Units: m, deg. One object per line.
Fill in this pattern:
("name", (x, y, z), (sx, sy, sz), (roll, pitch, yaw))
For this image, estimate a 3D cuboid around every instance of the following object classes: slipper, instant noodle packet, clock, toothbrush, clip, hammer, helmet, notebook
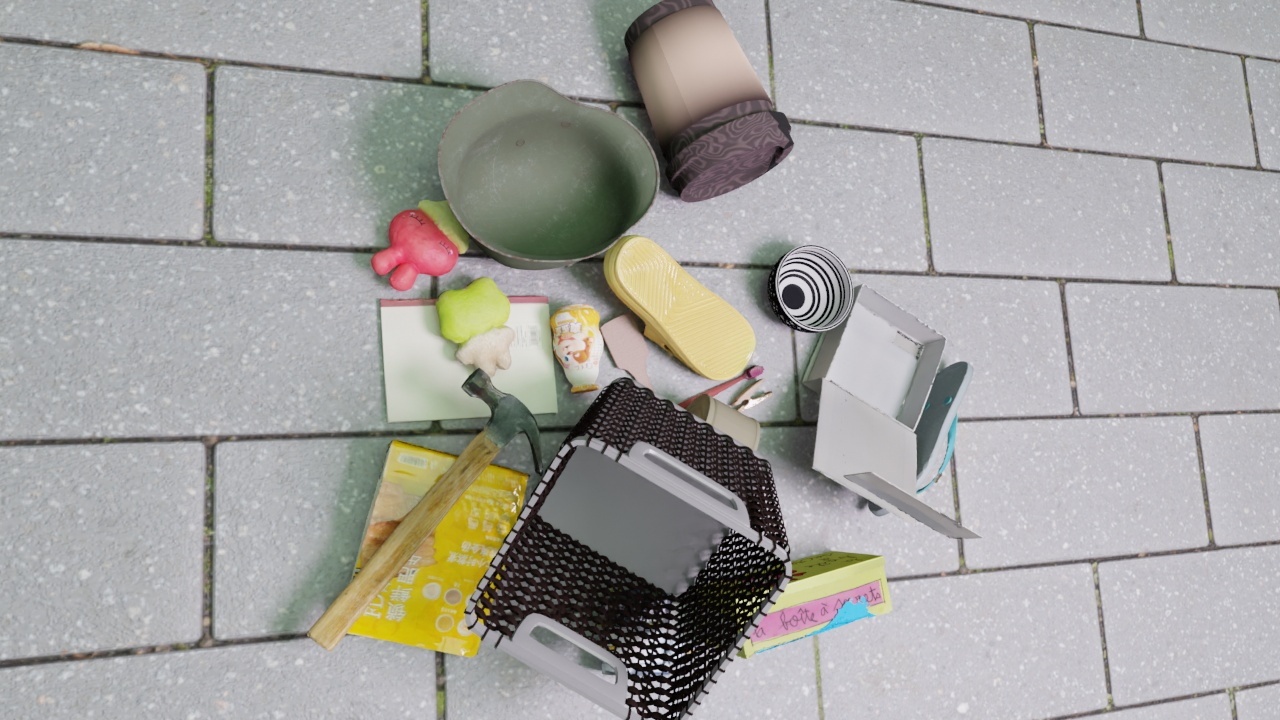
("slipper", (0.411, 0.115, 1.287), (0.054, 0.098, 0.268), (38, 70, -10))
("slipper", (0.042, -0.063, 1.187), (0.263, 0.078, 0.099), (41, 71, -32))
("instant noodle packet", (-0.237, 0.215, 1.051), (0.163, 0.084, 0.221), (17, 82, -17))
("clock", (0.008, 0.355, 1.110), (0.117, 0.083, 0.057), (5, 73, -18))
("toothbrush", (0.087, 0.048, 1.221), (0.189, 0.016, 0.016), (-25, 92, -22))
("clip", (0.146, 0.043, 1.240), (0.061, 0.025, 0.045), (-26, 91, -18))
("hammer", (-0.235, 0.174, 0.998), (0.132, 0.033, 0.330), (42, 80, -15))
("helmet", (-0.113, -0.201, 1.112), (0.267, 0.154, 0.227), (-19, 81, -20))
("notebook", (-0.208, -0.004, 1.124), (0.208, 0.012, 0.153), (-2, 81, -21))

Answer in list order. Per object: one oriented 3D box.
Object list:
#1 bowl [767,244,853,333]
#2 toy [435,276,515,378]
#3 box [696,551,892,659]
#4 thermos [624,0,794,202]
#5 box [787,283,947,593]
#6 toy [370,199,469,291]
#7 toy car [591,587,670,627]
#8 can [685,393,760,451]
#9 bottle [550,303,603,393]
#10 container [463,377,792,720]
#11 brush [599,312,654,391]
("bowl", (0.225, -0.094, 1.267), (0.120, 0.066, 0.120), (3, 80, -20))
("toy", (-0.193, -0.037, 1.105), (0.092, 0.043, 0.118), (-25, 93, -25))
("box", (0.195, 0.303, 1.166), (0.220, 0.125, 0.079), (-12, 88, -20))
("thermos", (0.081, -0.348, 1.208), (0.172, 0.173, 0.226), (-21, 83, -22))
("box", (0.296, 0.094, 1.226), (0.166, 0.109, 0.417), (30, 57, -13))
("toy", (-0.263, -0.140, 1.106), (0.091, 0.045, 0.134), (48, 63, -5))
("toy car", (-0.013, 0.305, 1.135), (0.105, 0.033, 0.048), (7, 81, -21))
("can", (0.084, 0.113, 1.151), (0.073, 0.128, 0.127), (30, 73, -12))
("bottle", (-0.076, -0.014, 1.146), (0.063, 0.063, 0.109), (-7, 84, -21))
("container", (-0.002, 0.188, 0.985), (0.247, 0.243, 0.246), (31, 108, -2))
("brush", (-0.007, 0.007, 1.197), (0.049, 0.015, 0.135), (-27, 97, -21))
